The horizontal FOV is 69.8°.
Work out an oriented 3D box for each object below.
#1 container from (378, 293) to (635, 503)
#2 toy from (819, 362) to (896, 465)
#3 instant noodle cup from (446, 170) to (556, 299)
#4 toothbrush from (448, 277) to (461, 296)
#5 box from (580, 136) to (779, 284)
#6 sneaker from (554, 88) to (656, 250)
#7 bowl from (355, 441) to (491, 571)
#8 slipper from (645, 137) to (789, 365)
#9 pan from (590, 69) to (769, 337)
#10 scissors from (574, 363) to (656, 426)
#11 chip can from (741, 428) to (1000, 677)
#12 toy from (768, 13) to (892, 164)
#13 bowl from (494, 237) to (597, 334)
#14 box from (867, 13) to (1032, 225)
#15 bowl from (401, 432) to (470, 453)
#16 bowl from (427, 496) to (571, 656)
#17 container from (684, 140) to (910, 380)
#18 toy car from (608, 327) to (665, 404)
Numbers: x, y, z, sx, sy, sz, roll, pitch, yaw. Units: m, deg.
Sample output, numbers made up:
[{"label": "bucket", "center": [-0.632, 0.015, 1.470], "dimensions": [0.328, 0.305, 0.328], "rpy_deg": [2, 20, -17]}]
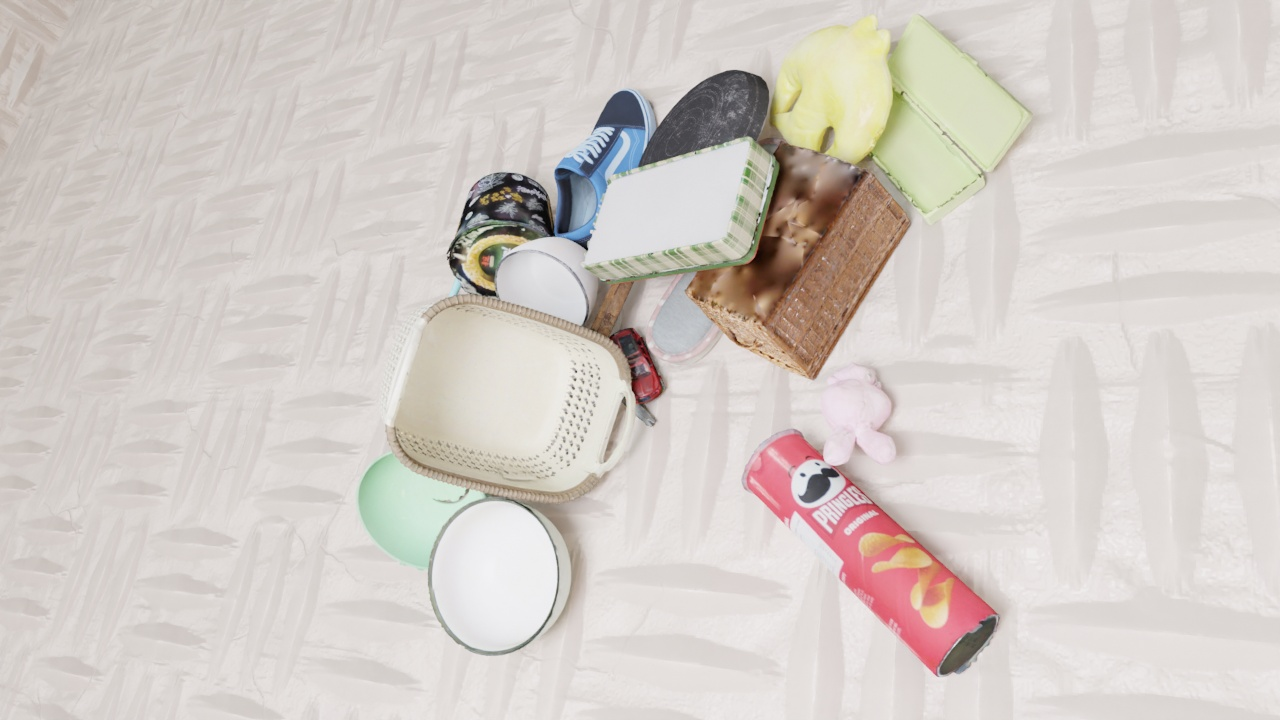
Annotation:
[{"label": "container", "center": [-0.143, 0.034, 0.928], "dimensions": [0.143, 0.246, 0.184], "rpy_deg": [19, 90, 60]}, {"label": "toy", "center": [0.190, 0.051, 0.812], "dimensions": [0.063, 0.047, 0.109], "rpy_deg": [9, 43, 2]}, {"label": "instant noodle cup", "center": [-0.162, -0.153, 1.109], "dimensions": [0.137, 0.137, 0.112], "rpy_deg": [-23, 47, 22]}, {"label": "toothbrush", "center": [-0.248, -0.085, 1.200], "dimensions": [0.016, 0.016, 0.180], "rpy_deg": [11, 73, 37]}, {"label": "box", "center": [0.034, -0.139, 0.889], "dimensions": [0.206, 0.050, 0.117], "rpy_deg": [-6, 63, 47]}, {"label": "sneaker", "center": [-0.047, -0.235, 1.085], "dimensions": [0.084, 0.098, 0.240], "rpy_deg": [1, 68, 33]}, {"label": "bowl", "center": [-0.228, 0.149, 1.012], "dimensions": [0.151, 0.151, 0.076], "rpy_deg": [-29, 13, 19]}, {"label": "slipper", "center": [0.085, -0.122, 0.973], "dimensions": [0.114, 0.054, 0.274], "rpy_deg": [22, 81, 38]}, {"label": "pan", "center": [0.021, -0.169, 1.002], "dimensions": [0.356, 0.040, 0.208], "rpy_deg": [-61, 28, -6]}, {"label": "scissors", "center": [-0.043, 0.028, 1.009], "dimensions": [0.095, 0.014, 0.170], "rpy_deg": [-28, 53, 10]}, {"label": "chip can", "center": [0.185, 0.154, 0.763], "dimensions": [0.073, 0.073, 0.233], "rpy_deg": [-49, 51, 4]}, {"label": "toy", "center": [0.199, -0.274, 0.933], "dimensions": [0.155, 0.064, 0.170], "rpy_deg": [-52, 45, 32]}, {"label": "bowl", "center": [-0.098, -0.087, 1.029], "dimensions": [0.117, 0.116, 0.065], "rpy_deg": [-8, 30, 30]}, {"label": "box", "center": [0.284, -0.239, 0.906], "dimensions": [0.141, 0.044, 0.187], "rpy_deg": [-53, 47, 28]}, {"label": "bowl", "center": [-0.253, 0.097, 1.084], "dimensions": [0.113, 0.061, 0.112], "rpy_deg": [-15, 61, 27]}, {"label": "bowl", "center": [-0.133, 0.216, 0.930], "dimensions": [0.154, 0.072, 0.153], "rpy_deg": [-4, 80, 24]}, {"label": "container", "center": [0.150, -0.098, 0.881], "dimensions": [0.114, 0.112, 0.198], "rpy_deg": [30, 87, 39]}, {"label": "toy car", "center": [-0.006, 0.006, 0.979], "dimensions": [0.042, 0.036, 0.091], "rpy_deg": [-24, 60, 1]}]
